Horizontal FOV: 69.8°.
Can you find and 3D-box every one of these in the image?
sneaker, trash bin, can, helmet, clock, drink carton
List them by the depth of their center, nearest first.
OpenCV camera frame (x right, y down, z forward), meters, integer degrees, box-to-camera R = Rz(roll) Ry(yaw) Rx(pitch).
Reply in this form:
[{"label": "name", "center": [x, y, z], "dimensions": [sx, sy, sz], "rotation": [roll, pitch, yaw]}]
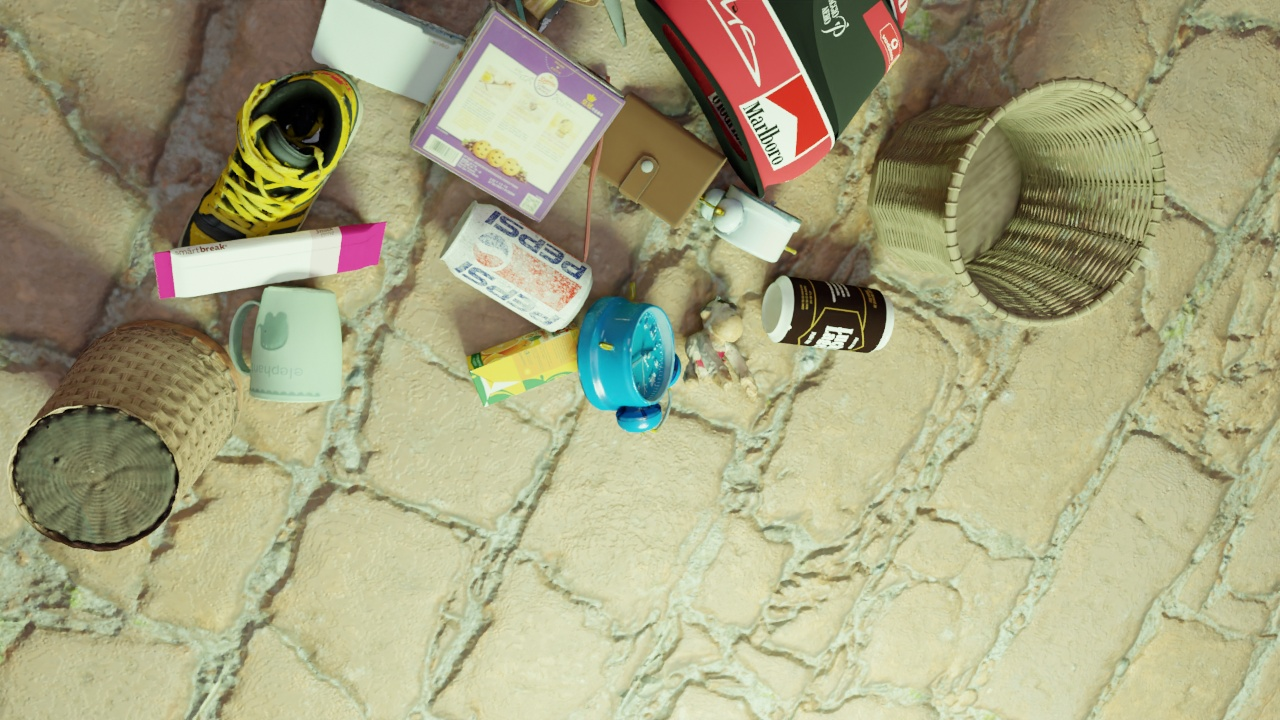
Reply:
[{"label": "trash bin", "center": [-0.442, 0.058, 0.793], "dimensions": [0.151, 0.210, 0.151], "rotation": [-3, 105, -13]}, {"label": "sneaker", "center": [-0.332, -0.156, 0.808], "dimensions": [0.086, 0.122, 0.238], "rotation": [35, 94, -18]}, {"label": "helmet", "center": [0.132, -0.320, 0.831], "dimensions": [0.225, 0.197, 0.271], "rotation": [-34, 110, 6]}, {"label": "can", "center": [-0.120, -0.092, 0.898], "dimensions": [0.136, 0.078, 0.078], "rotation": [31, 96, -19]}, {"label": "drink carton", "center": [-0.111, -0.001, 0.935], "dimensions": [0.122, 0.058, 0.041], "rotation": [-21, 109, -7]}, {"label": "clock", "center": [0.106, -0.146, 0.936], "dimensions": [0.117, 0.083, 0.057], "rotation": [23, 105, -19]}, {"label": "clock", "center": [-0.006, 0.005, 0.936], "dimensions": [0.060, 0.116, 0.161], "rotation": [0, 138, 28]}, {"label": "can", "center": [0.201, -0.049, 0.989], "dimensions": [0.128, 0.072, 0.072], "rotation": [6, 103, -15]}]

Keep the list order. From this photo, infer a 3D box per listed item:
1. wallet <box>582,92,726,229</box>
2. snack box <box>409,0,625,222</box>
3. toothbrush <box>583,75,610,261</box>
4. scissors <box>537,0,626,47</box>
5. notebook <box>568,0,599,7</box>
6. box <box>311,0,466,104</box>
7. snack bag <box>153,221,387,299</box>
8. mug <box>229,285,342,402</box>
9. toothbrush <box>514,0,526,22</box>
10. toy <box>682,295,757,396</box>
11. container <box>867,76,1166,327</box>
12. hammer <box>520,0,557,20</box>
[{"label": "wallet", "center": [0.012, -0.198, 0.907], "dimensions": [0.121, 0.013, 0.087], "rotation": [37, 95, 9]}, {"label": "snack box", "center": [-0.114, -0.224, 0.845], "dimensions": [0.143, 0.040, 0.148], "rotation": [29, 113, -27]}, {"label": "toothbrush", "center": [-0.047, -0.189, 0.902], "dimensions": [0.015, 0.015, 0.184], "rotation": [6, 90, -10]}, {"label": "scissors", "center": [-0.049, -0.416, 0.859], "dimensions": [0.226, 0.016, 0.225], "rotation": [37, 94, -19]}, {"label": "notebook", "center": [-0.082, -0.433, 0.798], "dimensions": [0.169, 0.022, 0.210], "rotation": [22, 101, 18]}, {"label": "box", "center": [-0.196, -0.271, 0.845], "dimensions": [0.198, 0.071, 0.085], "rotation": [16, 88, -21]}, {"label": "snack bag", "center": [-0.331, -0.092, 0.831], "dimensions": [0.196, 0.070, 0.016], "rotation": [-14, 66, -29]}, {"label": "mug", "center": [-0.339, -0.018, 0.872], "dimensions": [0.111, 0.084, 0.104], "rotation": [5, 95, 14]}, {"label": "toothbrush", "center": [-0.119, -0.362, 0.857], "dimensions": [0.022, 0.017, 0.135], "rotation": [-13, 108, -6]}, {"label": "toy", "center": [0.088, -0.016, 0.980], "dimensions": [0.085, 0.074, 0.106], "rotation": [10, 81, -48]}, {"label": "container", "center": [0.361, -0.164, 0.929], "dimensions": [0.226, 0.196, 0.227], "rotation": [-3, 106, -13]}, {"label": "hammer", "center": [0.014, -0.434, 0.813], "dimensions": [0.331, 0.132, 0.033], "rotation": [-45, 124, 10]}]
